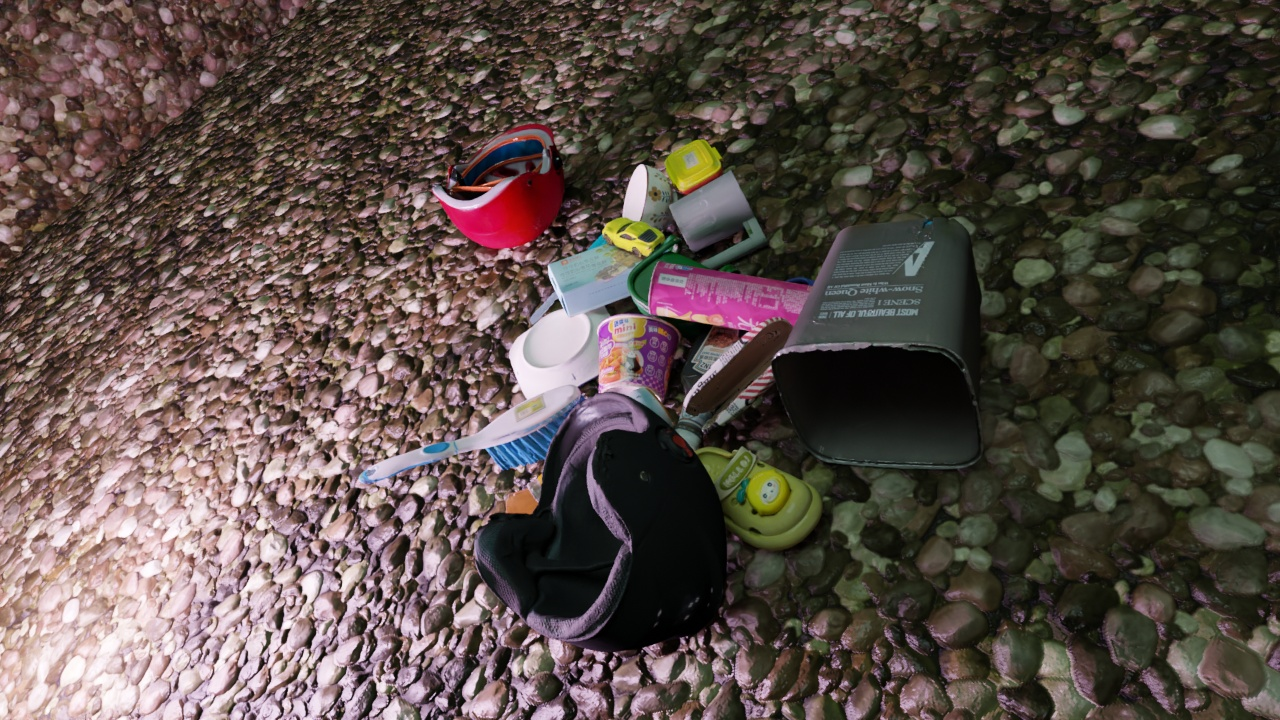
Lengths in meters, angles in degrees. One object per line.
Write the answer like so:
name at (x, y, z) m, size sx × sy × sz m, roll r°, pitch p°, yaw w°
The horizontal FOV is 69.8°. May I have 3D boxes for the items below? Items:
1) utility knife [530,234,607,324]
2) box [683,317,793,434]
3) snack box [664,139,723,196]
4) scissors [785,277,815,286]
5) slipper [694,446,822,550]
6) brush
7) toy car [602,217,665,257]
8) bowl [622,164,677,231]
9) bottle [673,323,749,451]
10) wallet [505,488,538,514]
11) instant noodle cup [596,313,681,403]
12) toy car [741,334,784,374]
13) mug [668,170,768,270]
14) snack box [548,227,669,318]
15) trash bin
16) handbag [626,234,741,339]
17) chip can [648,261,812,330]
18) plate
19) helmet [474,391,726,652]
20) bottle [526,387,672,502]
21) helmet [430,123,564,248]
utility knife at (-0.099, -0.138, 1.421) m, size 0.029 × 0.013 × 0.221 m, roll 25°, pitch 69°, yaw 41°
box at (0.115, 0.010, 1.070) m, size 0.081 × 0.074 × 0.164 m, roll 45°, pitch 110°, yaw 6°
snack box at (0.090, -0.274, 1.380) m, size 0.082 × 0.080 × 0.091 m, roll -28°, pitch 45°, yaw 7°
scissors at (0.250, -0.092, 1.188) m, size 0.176 × 0.012 × 0.162 m, roll -4°, pitch 52°, yaw 26°
slipper at (0.109, 0.142, 1.027) m, size 0.191 × 0.081 × 0.091 m, roll 21°, pitch 69°, yaw 42°
brush at (-0.207, 0.112, 1.209) m, size 0.315 × 0.109 × 0.060 m, roll -27°, pitch 48°, yaw 7°
toy car at (-0.011, -0.182, 1.313) m, size 0.105 × 0.032 × 0.048 m, roll 27°, pitch 56°, yaw 37°
bowl at (0.018, -0.234, 1.388) m, size 0.062 × 0.114 × 0.113 m, roll 10°, pitch 45°, yaw -18°
bottle at (0.087, 0.030, 1.156) m, size 0.080 × 0.044 × 0.194 m, roll 12°, pitch 61°, yaw 26°
wallet at (-0.106, 0.186, 1.142) m, size 0.131 × 0.035 × 0.118 m, roll -18°, pitch 45°, yaw 11°
instant noodle cup at (-0.007, 0.007, 1.190) m, size 0.112 × 0.111 × 0.099 m, roll -7°, pitch 58°, yaw 24°
toy car at (0.176, 0.003, 1.118) m, size 0.120 × 0.045 × 0.052 m, roll 16°, pitch 68°, yaw 13°
mug at (0.111, -0.195, 1.314) m, size 0.103 × 0.083 × 0.124 m, roll -26°, pitch 70°, yaw 9°
snack box at (-0.041, -0.129, 1.329) m, size 0.174 × 0.052 × 0.074 m, roll -20°, pitch 46°, yaw -7°
trash bin at (0.275, -0.026, 1.001) m, size 0.199 × 0.199 × 0.219 m, roll 0°, pitch 48°, yaw 29°
handbag at (0.056, -0.100, 1.244) m, size 0.131 × 0.068 × 0.120 m, roll 29°, pitch 80°, yaw 32°
chip can at (0.118, -0.074, 1.142) m, size 0.211 × 0.071 × 0.071 m, roll 11°, pitch 58°, yaw 13°
plate at (-0.114, -0.022, 1.320) m, size 0.164 × 0.034 × 0.163 m, roll -31°, pitch 45°, yaw 2°
helmet at (-0.024, 0.174, 0.973) m, size 0.234 × 0.230 × 0.274 m, roll -37°, pitch 36°, yaw 34°
bottle at (-0.051, 0.109, 1.112) m, size 0.189 × 0.068 × 0.068 m, roll -36°, pitch 45°, yaw -6°
helmet at (-0.213, -0.276, 1.515) m, size 0.207 × 0.144 × 0.239 m, roll -5°, pitch 38°, yaw 26°
